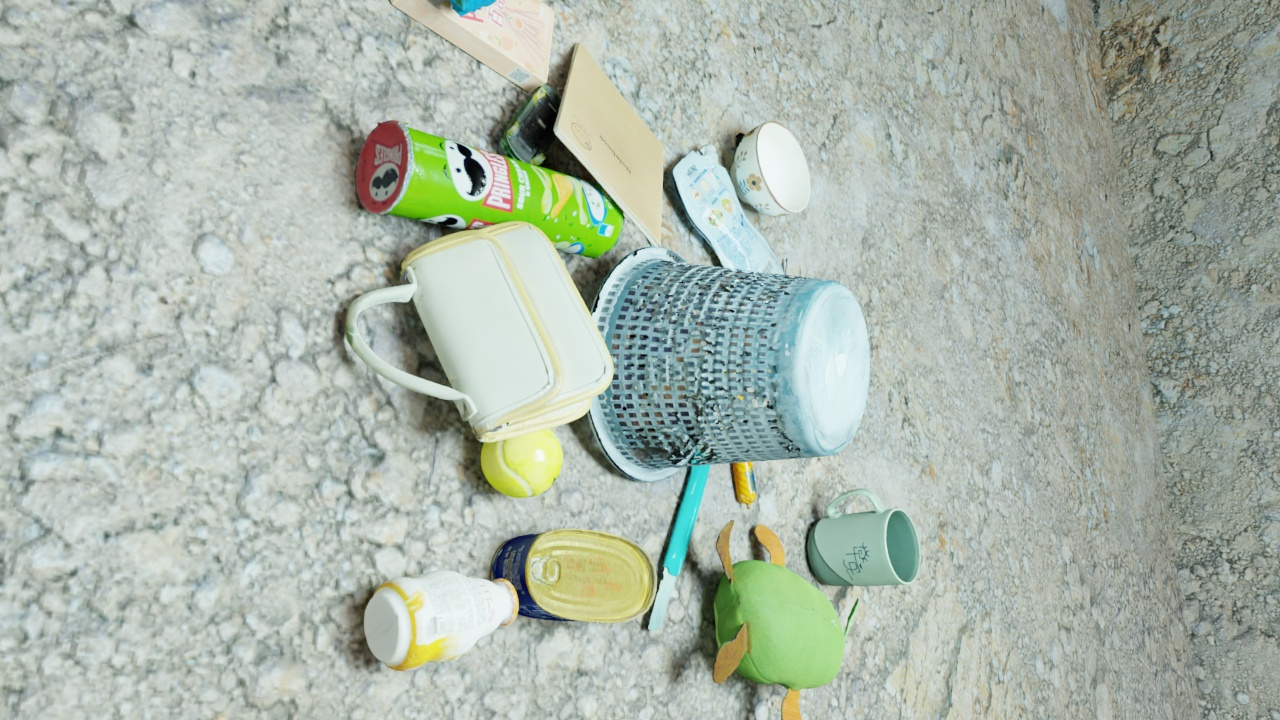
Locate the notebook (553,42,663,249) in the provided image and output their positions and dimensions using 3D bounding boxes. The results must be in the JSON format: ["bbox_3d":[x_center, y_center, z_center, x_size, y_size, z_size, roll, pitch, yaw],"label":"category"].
[{"bbox_3d":[-0.023,-0.213,0.889,0.148,0.008,0.207,46,27,-28],"label":"notebook"}]

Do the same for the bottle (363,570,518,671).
[{"bbox_3d":[-0.139,0.181,0.655,0.108,0.063,0.063,2,77,-48],"label":"bottle"}]

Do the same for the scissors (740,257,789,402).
[{"bbox_3d":[0.169,-0.016,1.098,0.220,0.022,0.222,-16,93,-55],"label":"scissors"}]

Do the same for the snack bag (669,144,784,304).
[{"bbox_3d":[0.100,-0.152,1.045,0.191,0.039,0.110,55,50,-19],"label":"snack bag"}]

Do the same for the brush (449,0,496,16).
[{"bbox_3d":[-0.175,-0.322,0.735,0.109,0.061,0.313,51,47,-17],"label":"brush"}]

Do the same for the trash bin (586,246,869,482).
[{"bbox_3d":[0.090,0.006,0.828,0.226,0.195,0.226,-4,95,-54],"label":"trash bin"}]

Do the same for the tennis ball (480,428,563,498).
[{"bbox_3d":[-0.095,0.077,0.734,0.065,0.066,0.065,17,66,-45],"label":"tennis ball"}]

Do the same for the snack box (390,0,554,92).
[{"bbox_3d":[-0.146,-0.317,0.824,0.157,0.026,0.084,23,62,-43],"label":"snack box"}]

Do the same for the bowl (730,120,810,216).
[{"bbox_3d":[0.148,-0.224,1.101,0.113,0.062,0.113,15,69,-46],"label":"bowl"}]

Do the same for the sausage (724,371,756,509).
[{"bbox_3d":[0.106,0.078,0.993,0.021,0.022,0.165,2,78,-48],"label":"sausage"}]

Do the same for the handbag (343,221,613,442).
[{"bbox_3d":[-0.126,-0.020,0.696,0.178,0.063,0.163,-17,71,-32],"label":"handbag"}]

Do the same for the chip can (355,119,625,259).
[{"bbox_3d":[-0.116,-0.137,0.770,0.235,0.072,0.072,6,75,-48],"label":"chip can"}]

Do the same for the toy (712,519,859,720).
[{"bbox_3d":[0.137,0.266,0.922,0.246,0.090,0.226,34,44,-42],"label":"toy"}]

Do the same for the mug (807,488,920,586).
[{"bbox_3d":[0.250,0.203,1.053,0.082,0.107,0.111,-16,91,-48],"label":"mug"}]

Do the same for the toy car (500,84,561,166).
[{"bbox_3d":[-0.098,-0.212,0.838,0.043,0.036,0.091,49,46,-29],"label":"toy car"}]

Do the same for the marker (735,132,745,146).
[{"bbox_3d":[0.166,-0.265,1.167,0.131,0.020,0.022,4,46,-47],"label":"marker"}]

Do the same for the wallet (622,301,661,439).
[{"bbox_3d":[-0.005,0.005,0.893,0.122,0.020,0.096,49,52,-29],"label":"wallet"}]

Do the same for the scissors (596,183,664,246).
[{"bbox_3d":[-0.019,-0.170,0.933,0.128,0.017,0.133,-50,120,-46],"label":"scissors"}]

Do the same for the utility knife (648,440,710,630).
[{"bbox_3d":[0.039,0.168,0.897,0.029,0.013,0.208,46,46,-30],"label":"utility knife"}]

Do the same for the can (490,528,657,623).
[{"bbox_3d":[-0.053,0.180,0.763,0.148,0.049,0.074,19,65,-44],"label":"can"}]
